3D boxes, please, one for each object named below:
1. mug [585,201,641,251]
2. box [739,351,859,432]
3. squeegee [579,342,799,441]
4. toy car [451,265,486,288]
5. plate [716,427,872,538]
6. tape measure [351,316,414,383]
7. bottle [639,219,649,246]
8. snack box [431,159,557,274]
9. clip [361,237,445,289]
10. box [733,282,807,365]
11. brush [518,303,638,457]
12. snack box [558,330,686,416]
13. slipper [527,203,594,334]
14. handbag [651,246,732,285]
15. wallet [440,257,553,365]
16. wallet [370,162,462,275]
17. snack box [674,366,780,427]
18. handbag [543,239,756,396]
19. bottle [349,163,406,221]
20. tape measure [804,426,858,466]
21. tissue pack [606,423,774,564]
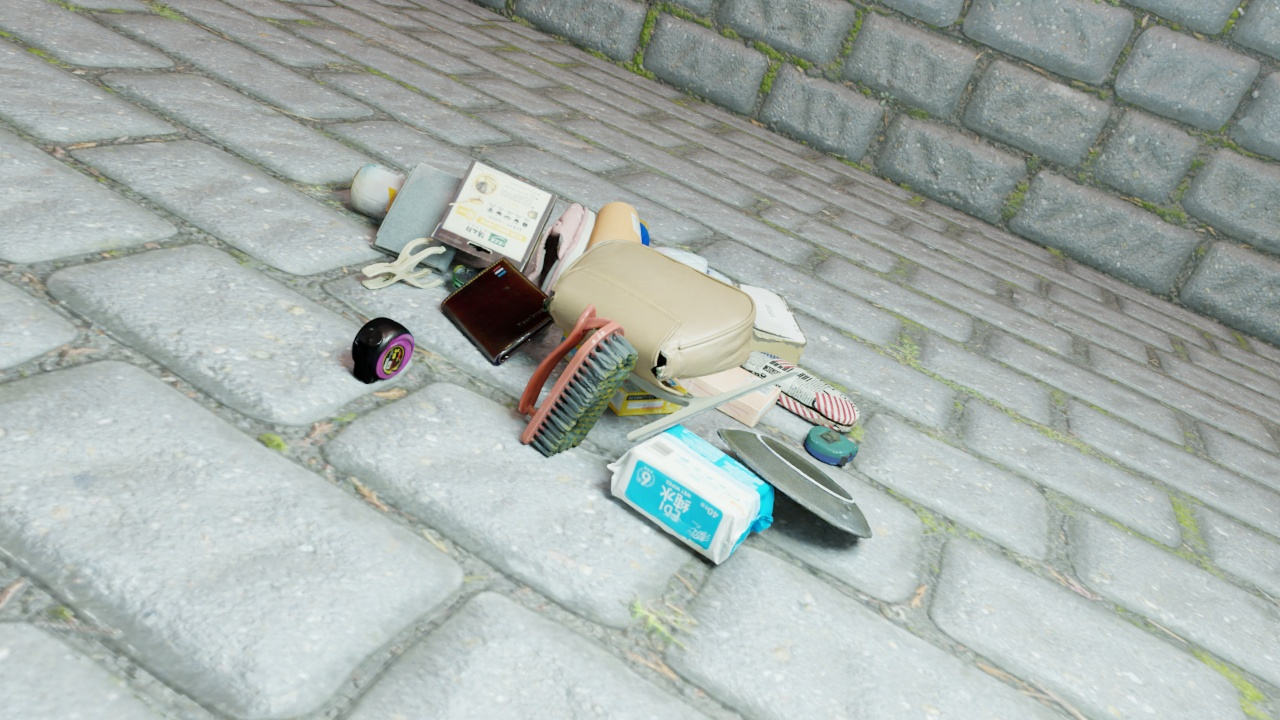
[{"bbox_3d":[-0.032,-0.153,1.194,0.078,0.078,0.122,16,38,-10],"label":"mug"},{"bbox_3d":[0.194,0.041,1.135,0.164,0.057,0.071,34,11,24],"label":"box"},{"bbox_3d":[-0.006,0.006,0.969,0.247,0.039,0.245,31,34,35],"label":"squeegee"},{"bbox_3d":[-0.186,-0.092,1.105,0.043,0.036,0.091,39,26,31],"label":"toy car"},{"bbox_3d":[0.155,0.112,0.897,0.179,0.024,0.179,34,6,-5],"label":"plate"},{"bbox_3d":[-0.247,-0.012,0.871,0.039,0.057,0.057,30,34,20],"label":"tape measure"},{"bbox_3d":[-0.023,-0.172,1.362,0.065,0.065,0.218,23,25,4],"label":"bottle"},{"bbox_3d":[-0.177,-0.167,1.112,0.113,0.053,0.125,23,68,-4],"label":"snack box"},{"bbox_3d":[-0.269,-0.117,1.060,0.035,0.092,0.103,38,19,32],"label":"clip"},{"bbox_3d":[0.168,-0.042,1.259,0.089,0.060,0.184,16,27,-10],"label":"box"},{"bbox_3d":[-0.061,0.017,0.848,0.069,0.146,0.063,46,31,18],"label":"brush"},{"bbox_3d":[-0.022,0.011,1.030,0.086,0.034,0.140,-1,34,-39],"label":"snack box"},{"bbox_3d":[-0.106,-0.121,1.145,0.054,0.114,0.273,22,31,-7],"label":"slipper"},{"bbox_3d":[0.055,-0.088,1.241,0.134,0.076,0.193,19,24,-3],"label":"handbag"},{"bbox_3d":[-0.155,-0.056,1.018,0.096,0.020,0.122,-40,53,-12],"label":"wallet"},{"bbox_3d":[-0.266,-0.178,1.149,0.106,0.037,0.129,21,68,3],"label":"wallet"},{"bbox_3d":[0.084,0.020,1.098,0.157,0.026,0.084,28,26,16],"label":"snack box"},{"bbox_3d":[0.010,-0.041,0.922,0.204,0.100,0.147,31,42,35],"label":"handbag"},{"bbox_3d":[-0.285,-0.198,1.208,0.189,0.068,0.067,22,25,2],"label":"bottle"},{"bbox_3d":[0.216,0.096,1.049,0.058,0.025,0.054,32,26,25],"label":"tape measure"},{"bbox_3d":[0.046,0.118,0.825,0.140,0.063,0.089,31,26,21],"label":"tissue pack"}]
